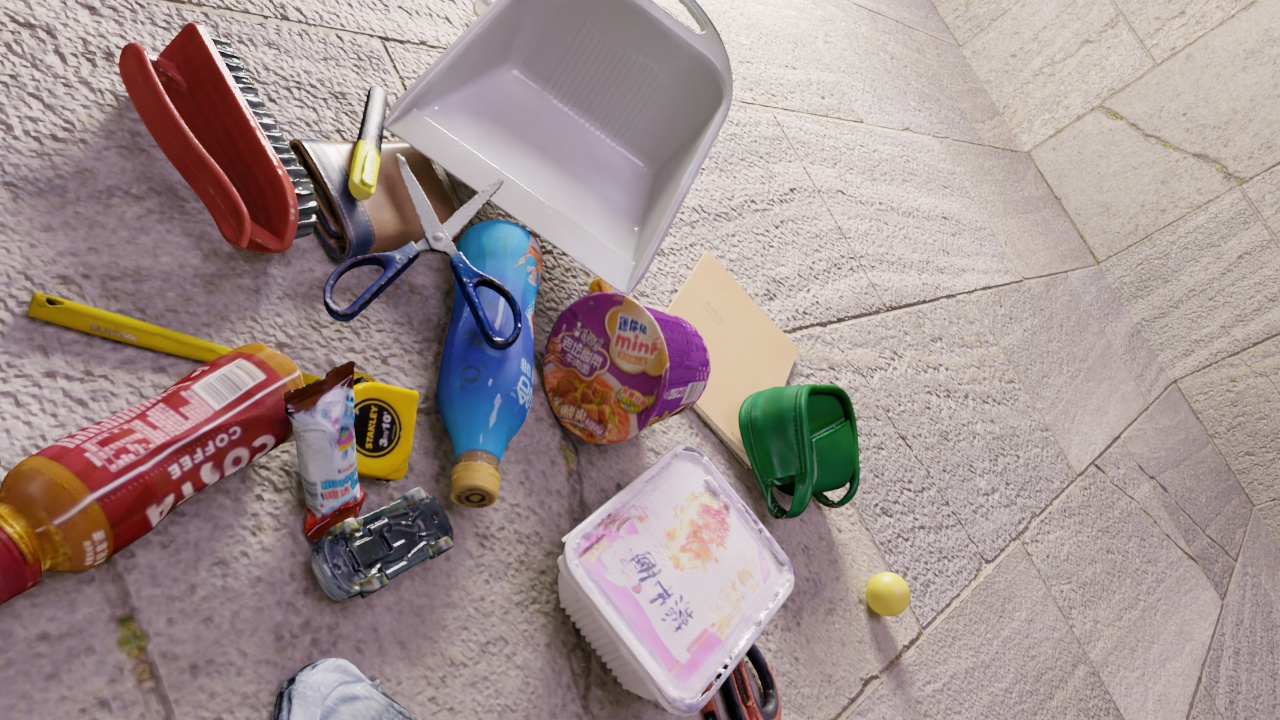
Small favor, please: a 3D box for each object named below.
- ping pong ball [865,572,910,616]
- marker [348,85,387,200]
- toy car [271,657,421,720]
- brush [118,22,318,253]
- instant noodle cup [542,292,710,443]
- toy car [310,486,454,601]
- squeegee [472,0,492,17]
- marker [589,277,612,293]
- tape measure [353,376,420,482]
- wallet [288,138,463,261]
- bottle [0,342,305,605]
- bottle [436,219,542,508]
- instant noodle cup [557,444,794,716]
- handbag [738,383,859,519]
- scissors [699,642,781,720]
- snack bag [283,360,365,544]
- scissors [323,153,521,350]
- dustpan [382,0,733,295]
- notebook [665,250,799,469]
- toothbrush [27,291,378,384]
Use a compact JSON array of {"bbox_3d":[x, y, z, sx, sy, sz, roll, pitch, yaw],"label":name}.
[{"bbox_3d":[0.230,0.217,0.852,0.040,0.040,0.040,29,43,-31],"label":"ping pong ball"},{"bbox_3d":[-0.190,-0.157,0.647,0.018,0.015,0.124,31,37,-35],"label":"marker"},{"bbox_3d":[-0.136,0.193,0.467,0.105,0.031,0.048,42,37,-16],"label":"toy car"},{"bbox_3d":[-0.258,-0.129,0.562,0.146,0.063,0.069,59,24,3],"label":"brush"},{"bbox_3d":[-0.004,0.004,0.712,0.099,0.112,0.111,-4,64,-60],"label":"instant noodle cup"},{"bbox_3d":[-0.146,0.106,0.524,0.043,0.034,0.090,56,34,6],"label":"toy car"},{"bbox_3d":[-0.115,-0.205,0.804,0.246,0.039,0.245,40,38,-2],"label":"squeegee"},{"bbox_3d":[-0.014,-0.016,0.787,0.018,0.015,0.123,-10,71,-47],"label":"marker"},{"bbox_3d":[-0.165,0.042,0.554,0.057,0.029,0.060,17,70,-39],"label":"tape measure"},{"bbox_3d":[-0.188,-0.119,0.660,0.115,0.033,0.090,-22,82,-54],"label":"wallet"},{"bbox_3d":[-0.240,0.050,0.442,0.057,0.058,0.174,52,36,-4],"label":"bottle"},{"bbox_3d":[-0.105,-0.002,0.630,0.065,0.065,0.218,28,44,-31],"label":"bottle"},{"bbox_3d":[0.019,0.153,0.638,0.138,0.061,0.173,52,41,5],"label":"instant noodle cup"},{"bbox_3d":[0.148,0.081,0.842,0.131,0.068,0.120,6,75,-57],"label":"handbag"},{"bbox_3d":[0.071,0.195,0.714,0.177,0.015,0.209,44,37,-11],"label":"scissors"},{"bbox_3d":[-0.171,0.051,0.503,0.026,0.105,0.045,26,38,30],"label":"snack bag"},{"bbox_3d":[-0.139,-0.071,0.613,0.162,0.012,0.176,-28,72,-31],"label":"scissors"},{"bbox_3d":[-0.034,-0.220,0.735,0.222,0.143,0.257,34,33,-9],"label":"dustpan"},{"bbox_3d":[0.084,-0.009,0.896,0.149,0.012,0.210,47,36,-10],"label":"notebook"},{"bbox_3d":[-0.238,-0.005,0.523,0.190,0.017,0.015,20,47,-38],"label":"toothbrush"}]
